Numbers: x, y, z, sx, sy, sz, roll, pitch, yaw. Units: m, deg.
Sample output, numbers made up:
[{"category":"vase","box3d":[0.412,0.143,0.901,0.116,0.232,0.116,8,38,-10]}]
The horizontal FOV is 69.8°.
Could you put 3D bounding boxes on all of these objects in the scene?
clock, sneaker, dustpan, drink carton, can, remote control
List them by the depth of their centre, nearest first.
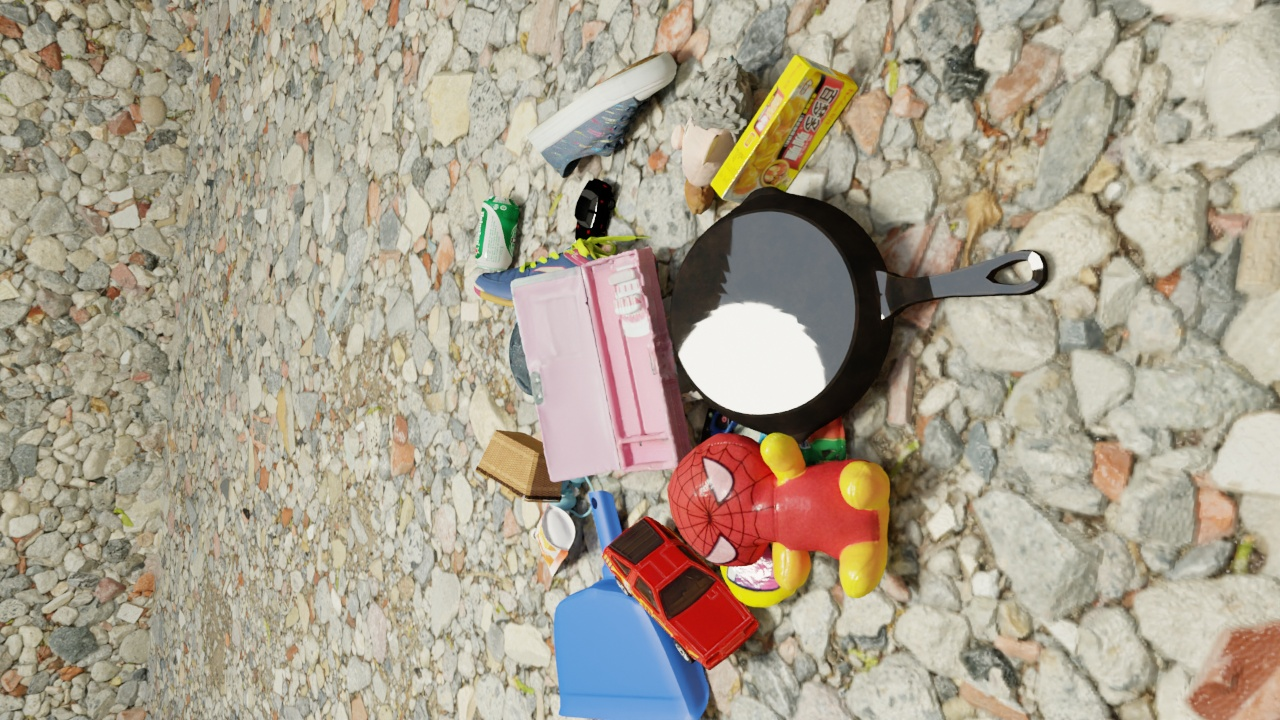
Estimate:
[{"category":"remote control","box3d":[0.078,0.116,0.993,0.039,0.010,0.125,14,99,48]},{"category":"dustpan","box3d":[-0.035,0.283,1.077,0.246,0.059,0.257,-20,82,46]},{"category":"sneaker","box3d":[-0.090,-0.106,1.101,0.242,0.116,0.091,5,99,21]},{"category":"sneaker","box3d":[-0.038,-0.294,1.114,0.236,0.087,0.079,-19,108,43]},{"category":"drink carton","box3d":[-0.115,0.230,1.170,0.069,0.038,0.122,66,156,20]},{"category":"clock","box3d":[-0.095,0.149,1.170,0.123,0.041,0.087,43,119,35]},{"category":"clock","box3d":[-0.118,-0.028,1.185,0.118,0.060,0.162,-23,70,45]},{"category":"can","box3d":[-0.202,-0.178,1.291,0.053,0.053,0.101,17,100,47]}]

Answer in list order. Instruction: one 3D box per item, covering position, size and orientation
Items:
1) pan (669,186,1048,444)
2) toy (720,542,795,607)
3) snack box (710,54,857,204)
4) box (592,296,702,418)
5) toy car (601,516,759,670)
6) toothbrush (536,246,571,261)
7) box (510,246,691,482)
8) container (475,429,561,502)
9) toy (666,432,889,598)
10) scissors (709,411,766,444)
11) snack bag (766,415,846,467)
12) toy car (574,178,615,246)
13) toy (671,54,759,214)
[{"category":"pan","box3d":[0.171,-0.051,0.822,0.357,0.043,0.248,-9,86,35]},{"category":"toy","box3d":[0.121,0.199,0.918,0.094,0.041,0.095,41,108,37]},{"category":"snack box","box3d":[0.139,-0.218,0.896,0.153,0.075,0.025,-55,49,30]},{"category":"box","box3d":[-0.004,-0.006,1.032,0.217,0.094,0.107,-16,110,46]},{"category":"toy car","box3d":[0.039,0.241,0.969,0.189,0.081,0.056,39,158,40]},{"category":"toothbrush","box3d":[-0.106,-0.133,1.196,0.132,0.021,0.016,-8,94,60]},{"category":"box","box3d":[-0.038,0.007,0.988,0.180,0.059,0.233,-9,91,29]},{"category":"container","box3d":[-0.147,0.131,1.150,0.114,0.063,0.061,21,97,43]},{"category":"toy","box3d":[0.124,0.135,0.852,0.217,0.098,0.147,7,97,33]},{"category":"scissors","box3d":[0.116,0.046,0.944,0.110,0.015,0.132,16,101,37]},{"category":"snack bag","box3d":[0.161,0.052,0.891,0.087,0.044,0.155,-1,93,39]},{"category":"toy car","box3d":[-0.063,-0.181,1.149,0.042,0.036,0.092,34,112,44]},{"category":"toy","box3d":[0.072,-0.235,0.961,0.132,0.076,0.176,-68,-5,-53]}]
